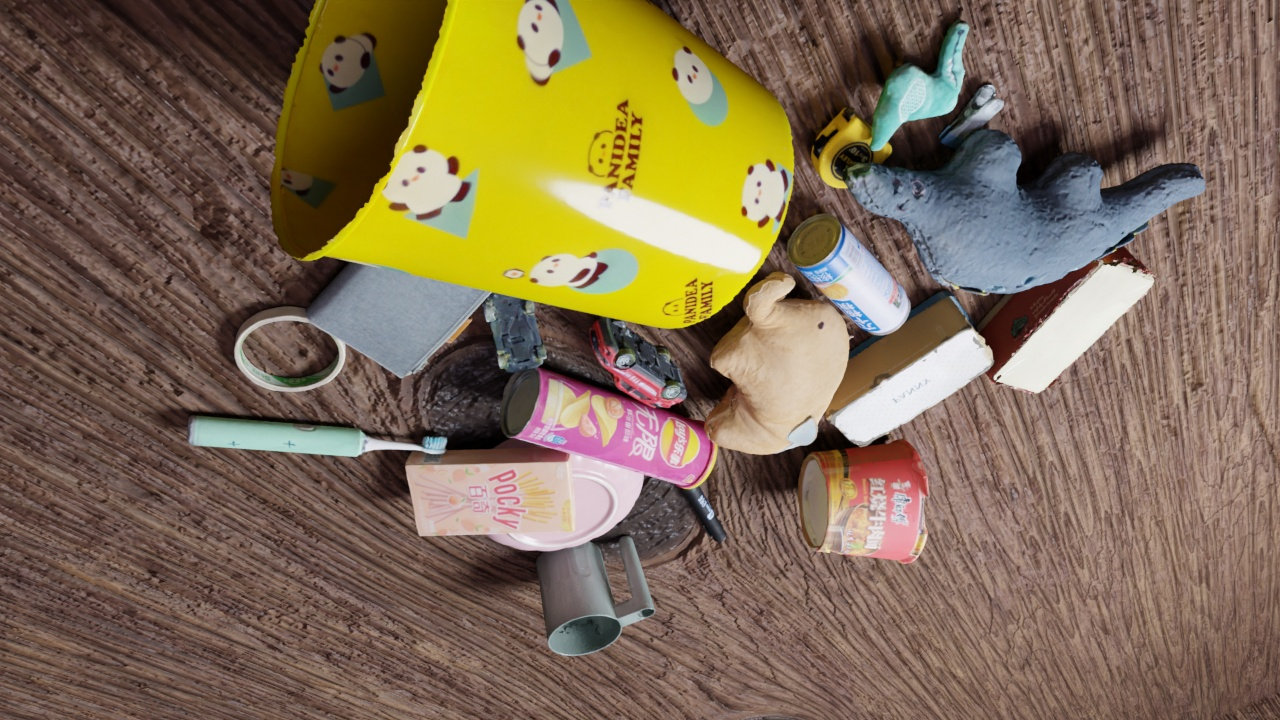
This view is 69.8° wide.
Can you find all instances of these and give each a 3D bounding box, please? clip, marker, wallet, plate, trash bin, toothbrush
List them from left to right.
[{"bbox_3d":[-0.286,0.072,0.829,0.224,0.026,0.027,7,109,-24],"label":"toothbrush"},{"bbox_3d":[-0.184,-0.053,0.731,0.106,0.037,0.130,36,115,-29],"label":"wallet"},{"bbox_3d":[-0.058,-0.138,0.565,0.255,0.229,0.230,15,127,-38],"label":"trash bin"},{"bbox_3d":[-0.086,0.144,0.957,0.192,0.039,0.193,-9,136,-9],"label":"plate"},{"bbox_3d":[0.072,0.171,1.053,0.022,0.020,0.132,0,144,24],"label":"marker"},{"bbox_3d":[0.271,-0.196,0.748,0.024,0.029,0.057,14,135,-27],"label":"clip"}]

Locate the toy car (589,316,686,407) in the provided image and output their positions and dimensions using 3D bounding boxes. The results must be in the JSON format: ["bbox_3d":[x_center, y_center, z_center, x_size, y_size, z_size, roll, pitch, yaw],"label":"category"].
[{"bbox_3d":[-0.005,0.005,0.834,0.045,0.052,0.120,-34,136,19],"label":"toy car"}]

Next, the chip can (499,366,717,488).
[{"bbox_3d":[-0.027,0.065,0.875,0.210,0.071,0.072,21,124,-33],"label":"chip can"}]

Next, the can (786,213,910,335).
[{"bbox_3d":[0.188,-0.074,0.819,0.053,0.053,0.134,-38,133,20],"label":"can"}]

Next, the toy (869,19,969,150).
[{"bbox_3d":[0.218,-0.211,0.703,0.091,0.030,0.097,-17,133,-32],"label":"toy"}]

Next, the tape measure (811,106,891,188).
[{"bbox_3d":[0.165,-0.168,0.734,0.060,0.028,0.057,25,121,-36],"label":"tape measure"}]

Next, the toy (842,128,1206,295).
[{"bbox_3d":[0.314,-0.121,0.785,0.355,0.091,0.138,0,134,-20],"label":"toy"}]

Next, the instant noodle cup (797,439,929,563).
[{"bbox_3d":[0.241,0.156,1.019,0.108,0.137,0.138,0,134,-7],"label":"instant noodle cup"}]

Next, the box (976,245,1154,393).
[{"bbox_3d":[0.417,-0.041,0.909,0.091,0.076,0.169,12,129,-27],"label":"box"}]

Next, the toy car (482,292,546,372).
[{"bbox_3d":[-0.107,-0.029,0.781,0.043,0.034,0.091,-12,134,-3],"label":"toy car"}]

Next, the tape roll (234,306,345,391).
[{"bbox_3d":[-0.289,-0.008,0.756,0.085,0.014,0.086,-9,136,-9],"label":"tape roll"}]

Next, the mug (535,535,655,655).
[{"bbox_3d":[-0.054,0.261,1.040,0.124,0.103,0.084,-21,136,2],"label":"mug"}]

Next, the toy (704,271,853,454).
[{"bbox_3d":[0.131,-0.004,0.851,0.143,0.082,0.226,-19,136,-21],"label":"toy"}]

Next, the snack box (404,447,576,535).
[{"bbox_3d":[-0.143,0.127,0.890,0.157,0.026,0.084,-2,117,3],"label":"snack box"}]

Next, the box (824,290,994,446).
[{"bbox_3d":[0.269,0.008,0.926,0.184,0.059,0.090,-36,134,15],"label":"box"}]
